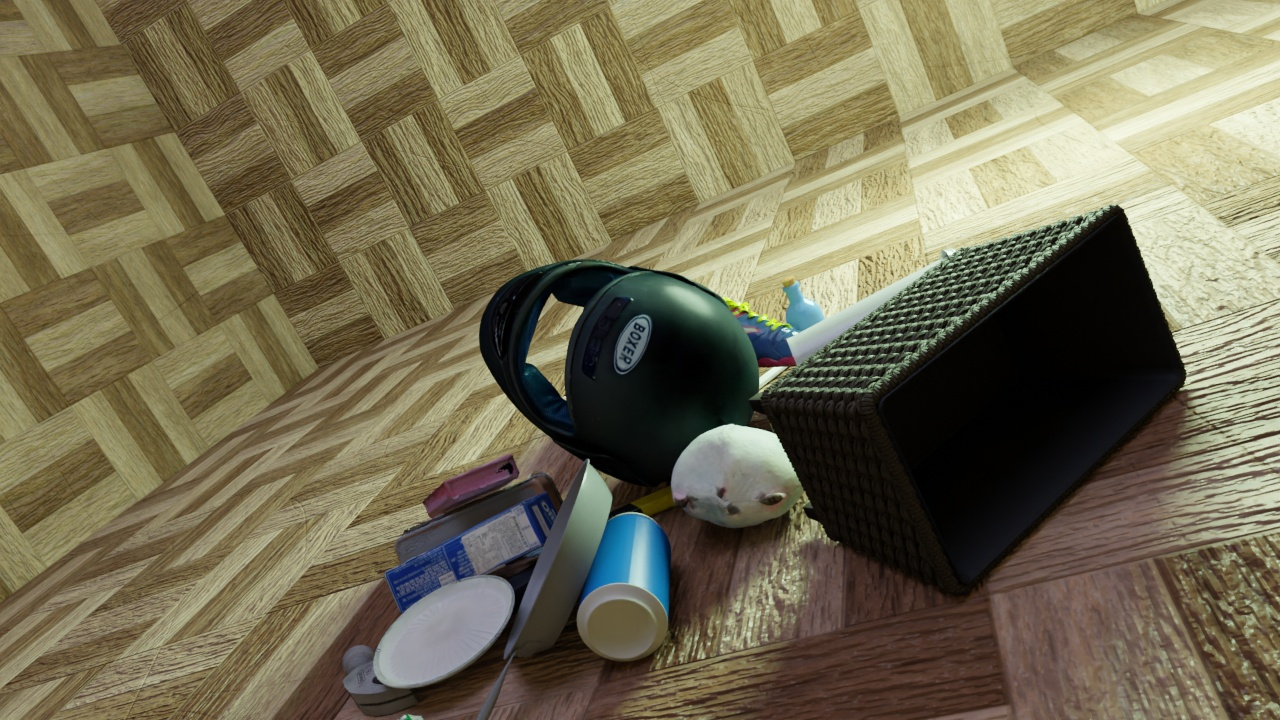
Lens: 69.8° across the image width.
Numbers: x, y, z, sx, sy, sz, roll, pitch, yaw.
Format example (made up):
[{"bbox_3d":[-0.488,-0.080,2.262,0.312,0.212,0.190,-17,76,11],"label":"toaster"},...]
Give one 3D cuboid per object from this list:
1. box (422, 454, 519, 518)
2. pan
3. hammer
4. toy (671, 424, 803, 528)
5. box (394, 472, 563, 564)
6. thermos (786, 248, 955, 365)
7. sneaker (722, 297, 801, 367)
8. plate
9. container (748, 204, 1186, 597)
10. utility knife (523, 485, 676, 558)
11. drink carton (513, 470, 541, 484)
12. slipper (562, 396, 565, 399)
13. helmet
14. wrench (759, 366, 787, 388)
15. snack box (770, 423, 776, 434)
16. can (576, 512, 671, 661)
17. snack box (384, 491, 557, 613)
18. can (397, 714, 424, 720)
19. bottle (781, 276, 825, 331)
[{"bbox_3d":[-0.222,0.163,1.171,0.098,0.037,0.233,-19,-7,-22],"label":"box"},{"bbox_3d":[-0.101,0.246,0.826,0.201,0.051,0.355,119,173,-50],"label":"pan"},{"bbox_3d":[-0.170,0.269,0.987,0.312,0.035,0.139,-31,18,-16],"label":"hammer"},{"bbox_3d":[0.107,0.111,0.945,0.139,0.101,0.179,-6,6,24],"label":"toy"},{"bbox_3d":[-0.196,0.211,1.126,0.216,0.081,0.062,-24,0,12],"label":"box"},{"bbox_3d":[0.282,-0.029,1.021,0.222,0.131,0.131,-23,16,10],"label":"thermos"},{"bbox_3d":[0.142,-0.037,1.174,0.242,0.091,0.116,1,-1,41],"label":"sneaker"},{"bbox_3d":[-0.197,0.275,0.931,0.157,0.014,0.156,-21,21,8],"label":"plate"},{"bbox_3d":[0.271,0.024,0.807,0.320,0.176,0.205,-33,13,-23],"label":"container"},{"bbox_3d":[-0.043,0.189,1.061,0.213,0.020,0.028,-23,14,10],"label":"utility knife"},{"bbox_3d":[-0.188,0.196,1.264,0.122,0.039,0.069,-28,15,18],"label":"drink carton"},{"bbox_3d":[-0.034,0.080,1.297,0.196,0.081,0.093,-11,23,-41],"label":"slipper"},{"bbox_3d":[-0.006,0.006,1.056,0.236,0.316,0.248,8,69,60],"label":"helmet"},{"bbox_3d":[0.189,0.014,1.273,0.272,0.009,0.047,-35,17,-27],"label":"wrench"},{"bbox_3d":[0.214,0.044,1.102,0.061,0.025,0.148,-14,20,40],"label":"snack box"},{"bbox_3d":[-0.012,0.205,0.847,0.079,0.079,0.146,-24,16,11],"label":"can"},{"bbox_3d":[-0.192,0.222,1.049,0.227,0.059,0.059,-30,-9,26],"label":"snack box"},{"bbox_3d":[-0.219,0.347,0.774,0.101,0.053,0.053,-33,17,-24],"label":"can"},{"bbox_3d":[0.217,-0.049,1.201,0.048,0.131,0.048,-25,16,7],"label":"bottle"}]
